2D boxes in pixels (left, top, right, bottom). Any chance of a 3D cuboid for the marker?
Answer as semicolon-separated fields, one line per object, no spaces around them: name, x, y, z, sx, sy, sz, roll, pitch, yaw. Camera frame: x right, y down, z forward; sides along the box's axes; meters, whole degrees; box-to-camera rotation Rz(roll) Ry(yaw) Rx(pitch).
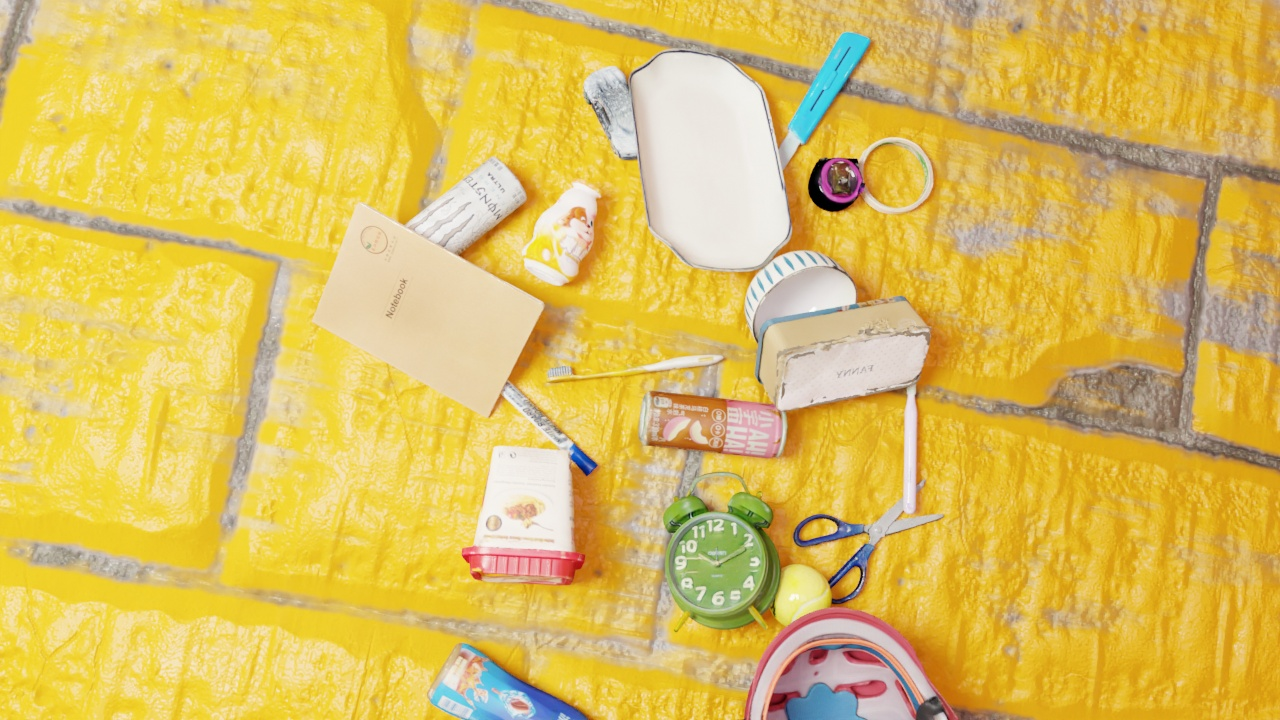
marker;-0.102;0.065;0.957;0.146;0.017;0.017;44;82;0

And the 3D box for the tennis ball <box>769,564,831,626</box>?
tennis ball;0.163;0.242;0.940;0.065;0.065;0.065;1;84;-6

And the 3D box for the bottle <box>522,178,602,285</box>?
bottle;-0.078;-0.135;0.957;0.063;0.063;0.108;26;82;-2

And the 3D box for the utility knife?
utility knife;0.197;-0.288;1.024;0.034;0.018;0.187;32;83;-2

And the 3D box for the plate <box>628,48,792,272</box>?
plate;0.068;-0.207;0.964;0.162;0.034;0.265;-2;70;-19

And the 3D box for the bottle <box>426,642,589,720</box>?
bottle;-0.102;0.358;0.902;0.218;0.065;0.065;31;82;-2

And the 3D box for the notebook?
notebook;-0.217;-0.047;0.925;0.207;0.008;0.148;29;114;-2

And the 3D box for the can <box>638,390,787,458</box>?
can;0.074;0.067;0.953;0.147;0.058;0.058;6;83;-5

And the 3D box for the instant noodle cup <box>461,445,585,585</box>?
instant noodle cup;-0.112;0.154;0.906;0.116;0.116;0.124;4;71;-5

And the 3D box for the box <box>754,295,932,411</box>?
box;0.203;-0.006;0.946;0.184;0.090;0.061;-8;42;-12

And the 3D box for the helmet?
helmet;0.191;0.369;0.894;0.207;0.144;0.239;-7;71;-7

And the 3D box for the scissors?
scissors;0.243;0.193;0.980;0.163;0.012;0.160;11;81;-5

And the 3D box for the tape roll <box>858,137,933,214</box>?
tape roll;0.283;-0.206;1.025;0.086;0.014;0.085;1;84;-6

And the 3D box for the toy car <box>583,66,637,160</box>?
toy car;-0.023;-0.268;0.993;0.049;0.031;0.105;-28;88;-7

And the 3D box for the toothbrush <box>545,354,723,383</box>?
toothbrush;-0.006;0.006;0.974;0.191;0.016;0.018;-7;76;-6

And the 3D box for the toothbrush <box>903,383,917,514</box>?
toothbrush;0.292;0.071;0.990;0.029;0.021;0.189;0;81;18

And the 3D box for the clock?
clock;0.079;0.191;0.924;0.116;0.056;0.161;-6;66;14

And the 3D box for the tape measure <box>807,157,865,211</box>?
tape measure;0.214;-0.194;1.003;0.057;0.039;0.058;1;84;-6

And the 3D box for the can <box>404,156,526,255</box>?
can;-0.190;-0.146;0.950;0.146;0.058;0.058;-40;89;-8

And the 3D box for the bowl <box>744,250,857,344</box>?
bowl;0.160;-0.068;0.961;0.116;0.117;0.066;-15;44;-7
